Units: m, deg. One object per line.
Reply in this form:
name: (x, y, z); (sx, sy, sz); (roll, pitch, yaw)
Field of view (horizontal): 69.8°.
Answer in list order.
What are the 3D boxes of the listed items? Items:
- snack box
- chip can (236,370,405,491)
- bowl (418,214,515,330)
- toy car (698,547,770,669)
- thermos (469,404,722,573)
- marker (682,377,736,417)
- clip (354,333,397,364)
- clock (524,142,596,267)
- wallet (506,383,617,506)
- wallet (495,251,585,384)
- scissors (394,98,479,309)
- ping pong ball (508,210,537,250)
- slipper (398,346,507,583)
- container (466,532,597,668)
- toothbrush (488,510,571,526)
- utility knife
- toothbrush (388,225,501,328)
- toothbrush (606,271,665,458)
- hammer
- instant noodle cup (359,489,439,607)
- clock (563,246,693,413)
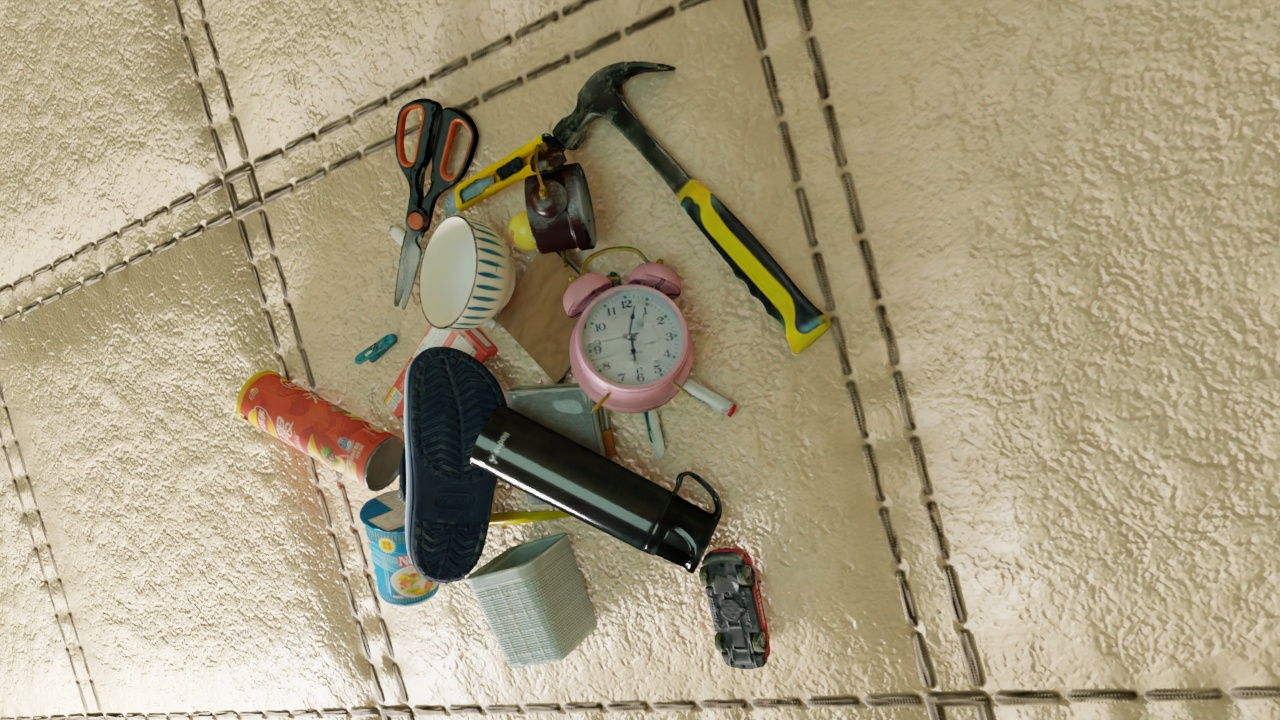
snack box: (-0.225, 0.019, 1.025); (0.075, 0.025, 0.153); (44, 117, 13)
chip can: (-0.383, 0.083, 1.098); (0.217, 0.073, 0.073); (23, 110, 22)
bowl: (-0.171, -0.086, 0.941); (0.117, 0.066, 0.116); (-10, 76, 48)
toy car: (0.093, 0.236, 0.884); (0.053, 0.045, 0.120); (-8, 101, 27)
thermos: (-0.039, 0.116, 0.898); (0.242, 0.068, 0.090); (25, 82, 5)
marker: (0.026, 0.013, 0.881); (0.145, 0.017, 0.017); (30, 113, 11)
clip: (-0.304, -0.013, 1.065); (0.055, 0.034, 0.013); (-36, 84, 20)
clock: (-0.077, -0.150, 0.860); (0.055, 0.122, 0.082); (-9, 55, 7)
wallet: (-0.077, 0.086, 0.948); (0.107, 0.036, 0.130); (-4, 107, 17)
wallet: (-0.088, -0.048, 0.933); (0.101, 0.020, 0.116); (45, 122, 16)
scissors: (-0.248, -0.169, 0.990); (0.139, 0.021, 0.235); (39, 109, 2)
ping pong ball: (-0.113, -0.131, 0.924); (0.040, 0.040, 0.040); (6, 103, 27)
slipper: (-0.205, 0.109, 0.984); (0.095, 0.105, 0.253); (14, 104, 63)
container: (-0.111, 0.258, 0.977); (0.090, 0.090, 0.111); (-20, 93, 31)
toothbrush: (-0.117, 0.172, 1.002); (0.190, 0.016, 0.015); (-9, 95, 30)
utility knife: (-0.143, -0.182, 0.920); (0.177, 0.015, 0.033); (-20, 94, 36)
toothbrush: (-0.217, -0.092, 1.003); (0.180, 0.016, 0.016); (41, 110, 16)
toothbrush: (-0.005, 0.005, 0.907); (0.016, 0.018, 0.191); (-14, 92, 31)
hammer: (0.056, -0.143, 0.836); (0.323, 0.031, 0.126); (50, 119, 11)
instant noodle cup: (-0.269, 0.218, 1.057); (0.099, 0.099, 0.110); (12, 114, 26)
clock: (-0.012, -0.032, 0.852); (0.117, 0.060, 0.158); (-10, 73, -4)
